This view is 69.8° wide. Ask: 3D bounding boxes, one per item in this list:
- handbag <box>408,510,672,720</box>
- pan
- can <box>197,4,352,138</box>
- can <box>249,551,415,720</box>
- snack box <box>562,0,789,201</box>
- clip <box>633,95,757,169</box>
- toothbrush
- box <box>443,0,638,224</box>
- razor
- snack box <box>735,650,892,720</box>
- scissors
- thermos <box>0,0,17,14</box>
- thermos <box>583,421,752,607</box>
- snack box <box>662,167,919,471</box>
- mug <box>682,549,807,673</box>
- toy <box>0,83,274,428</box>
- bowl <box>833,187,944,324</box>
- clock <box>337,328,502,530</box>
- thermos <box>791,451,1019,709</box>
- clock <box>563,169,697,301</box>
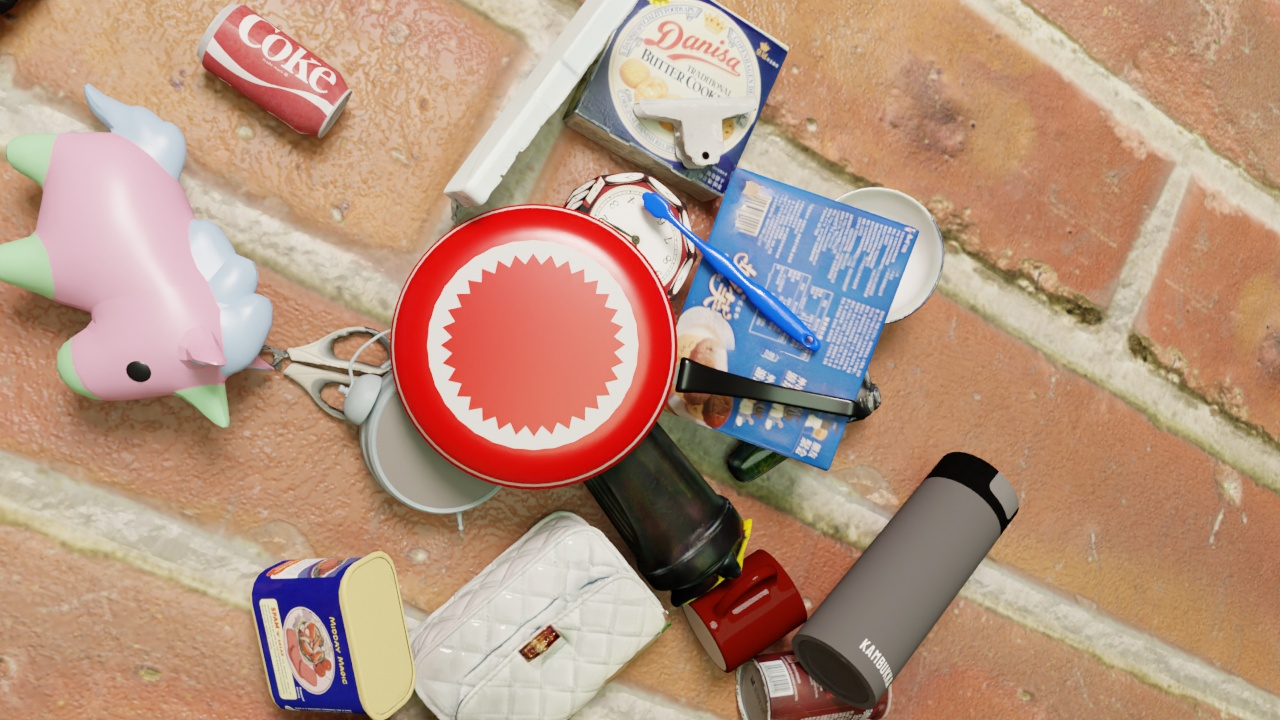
[{"bbox_3d":[-0.082,0.228,0.739,0.194,0.072,0.139,-40,105,-12],"label":"handbag"},{"bbox_3d":[-0.004,0.004,0.672,0.356,0.067,0.209,11,88,-4],"label":"pan"},{"bbox_3d":[-0.263,-0.208,0.665,0.096,0.054,0.054,34,82,-17],"label":"can"},{"bbox_3d":[-0.228,0.202,0.677,0.092,0.056,0.116,-7,97,23],"label":"can"},{"bbox_3d":[0.030,-0.230,0.765,0.144,0.043,0.145,25,86,-18],"label":"snack box"},{"bbox_3d":[0.049,-0.184,0.731,0.101,0.050,0.058,-7,85,-17],"label":"clip"},{"bbox_3d":[0.071,-0.070,0.715,0.182,0.018,0.016,42,102,1],"label":"toothbrush"},{"bbox_3d":[-0.079,-0.191,0.683,0.041,0.135,0.197,39,81,-19],"label":"box"},{"bbox_3d":[0.144,0.058,0.809,0.151,0.067,0.054,-36,116,-6],"label":"razor"},{"bbox_3d":[0.154,0.292,0.821,0.121,0.072,0.072,-2,94,-17],"label":"snack box"},{"bbox_3d":[-0.267,-0.011,0.698,0.171,0.012,0.121,40,81,-14],"label":"scissors"},{"bbox_3d":[-0.488,-0.203,0.579,0.082,0.082,0.231,44,80,-15],"label":"thermos"},{"bbox_3d":[0.001,0.095,0.750,0.098,0.098,0.221,-38,99,-13],"label":"thermos"},{"bbox_3d":[0.115,-0.033,0.753,0.155,0.069,0.203,20,93,4],"label":"snack box"},{"bbox_3d":[0.088,0.207,0.780,0.082,0.106,0.073,-29,59,-15],"label":"mug"},{"bbox_3d":[-0.334,-0.072,0.623,0.171,0.120,0.222,6,87,-6],"label":"toy"},{"bbox_3d":[0.201,-0.089,0.809,0.118,0.062,0.118,0,92,6],"label":"bowl"},{"bbox_3d":[-0.160,0.047,0.711,0.122,0.045,0.159,-40,111,-16],"label":"clock"},{"bbox_3d":[0.238,0.185,0.805,0.239,0.082,0.082,-41,105,-27],"label":"thermos"},{"bbox_3d":[-0.032,-0.082,0.740,0.154,0.065,0.114,-39,105,-28],"label":"clock"}]
